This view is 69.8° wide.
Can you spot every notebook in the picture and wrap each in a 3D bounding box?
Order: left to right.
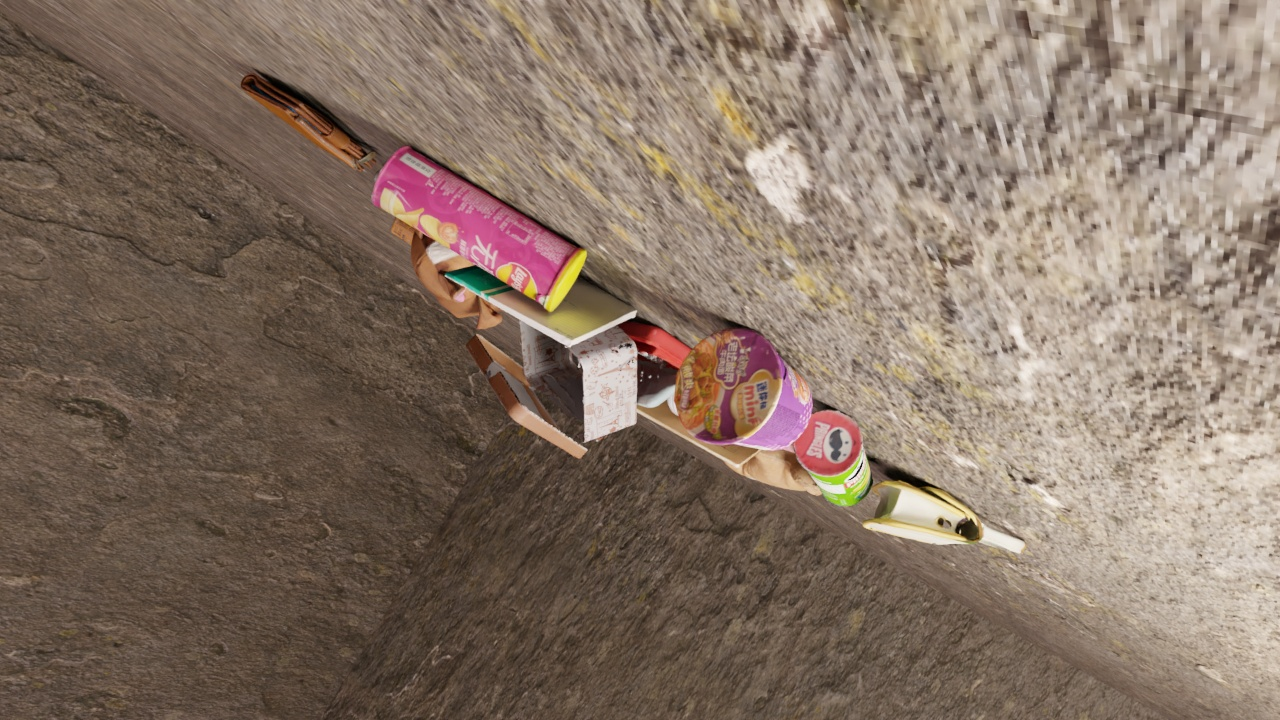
[{"bbox_3d":[-0.099,-0.071,0.990,0.150,0.012,0.208,30,-161,10],"label":"notebook"},{"bbox_3d":[0.085,0.073,1.274,0.208,0.008,0.147,27,-150,26],"label":"notebook"}]

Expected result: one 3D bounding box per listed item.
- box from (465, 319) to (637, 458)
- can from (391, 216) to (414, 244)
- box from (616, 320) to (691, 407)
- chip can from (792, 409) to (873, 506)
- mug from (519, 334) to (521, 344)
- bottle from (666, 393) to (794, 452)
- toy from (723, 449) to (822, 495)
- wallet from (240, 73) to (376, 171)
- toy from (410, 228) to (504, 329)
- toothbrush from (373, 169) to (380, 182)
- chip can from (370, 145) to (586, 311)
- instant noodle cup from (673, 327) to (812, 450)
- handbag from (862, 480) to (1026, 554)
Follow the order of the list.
[{"bbox_3d":[-0.120,0.022,1.139,0.182,0.168,0.151,42,141,45],"label":"box"},{"bbox_3d":[-0.257,-0.158,1.227,0.146,0.058,0.058,32,174,-7],"label":"can"},{"bbox_3d":[-0.007,0.010,1.190,0.095,0.099,0.202,32,173,-22],"label":"box"},{"bbox_3d":[0.226,0.118,1.059,0.072,0.072,0.236,28,173,23],"label":"chip can"},{"bbox_3d":[-0.118,-0.040,1.454,0.106,0.081,0.115,31,150,-21],"label":"mug"},{"bbox_3d":[0.125,0.067,1.181,0.197,0.068,0.068,21,169,40],"label":"bottle"},{"bbox_3d":[0.214,0.154,1.356,0.143,0.082,0.226,12,-179,-31],"label":"toy"},{"bbox_3d":[-0.370,-0.263,1.037,0.119,0.035,0.130,28,175,27],"label":"wallet"},{"bbox_3d":[-0.203,-0.112,1.071,0.140,0.130,0.199,59,-176,11],"label":"toy"},{"bbox_3d":[-0.261,-0.202,1.045,0.221,0.026,0.026,21,135,56],"label":"toothbrush"},{"bbox_3d":[-0.161,-0.132,0.918,0.210,0.071,0.071,31,174,2],"label":"chip can"},{"bbox_3d":[0.105,0.034,0.865,0.112,0.111,0.099,26,-178,39],"label":"instant noodle cup"},{"bbox_3d":[0.370,0.195,1.115,0.179,0.063,0.163,15,171,9],"label":"handbag"}]
